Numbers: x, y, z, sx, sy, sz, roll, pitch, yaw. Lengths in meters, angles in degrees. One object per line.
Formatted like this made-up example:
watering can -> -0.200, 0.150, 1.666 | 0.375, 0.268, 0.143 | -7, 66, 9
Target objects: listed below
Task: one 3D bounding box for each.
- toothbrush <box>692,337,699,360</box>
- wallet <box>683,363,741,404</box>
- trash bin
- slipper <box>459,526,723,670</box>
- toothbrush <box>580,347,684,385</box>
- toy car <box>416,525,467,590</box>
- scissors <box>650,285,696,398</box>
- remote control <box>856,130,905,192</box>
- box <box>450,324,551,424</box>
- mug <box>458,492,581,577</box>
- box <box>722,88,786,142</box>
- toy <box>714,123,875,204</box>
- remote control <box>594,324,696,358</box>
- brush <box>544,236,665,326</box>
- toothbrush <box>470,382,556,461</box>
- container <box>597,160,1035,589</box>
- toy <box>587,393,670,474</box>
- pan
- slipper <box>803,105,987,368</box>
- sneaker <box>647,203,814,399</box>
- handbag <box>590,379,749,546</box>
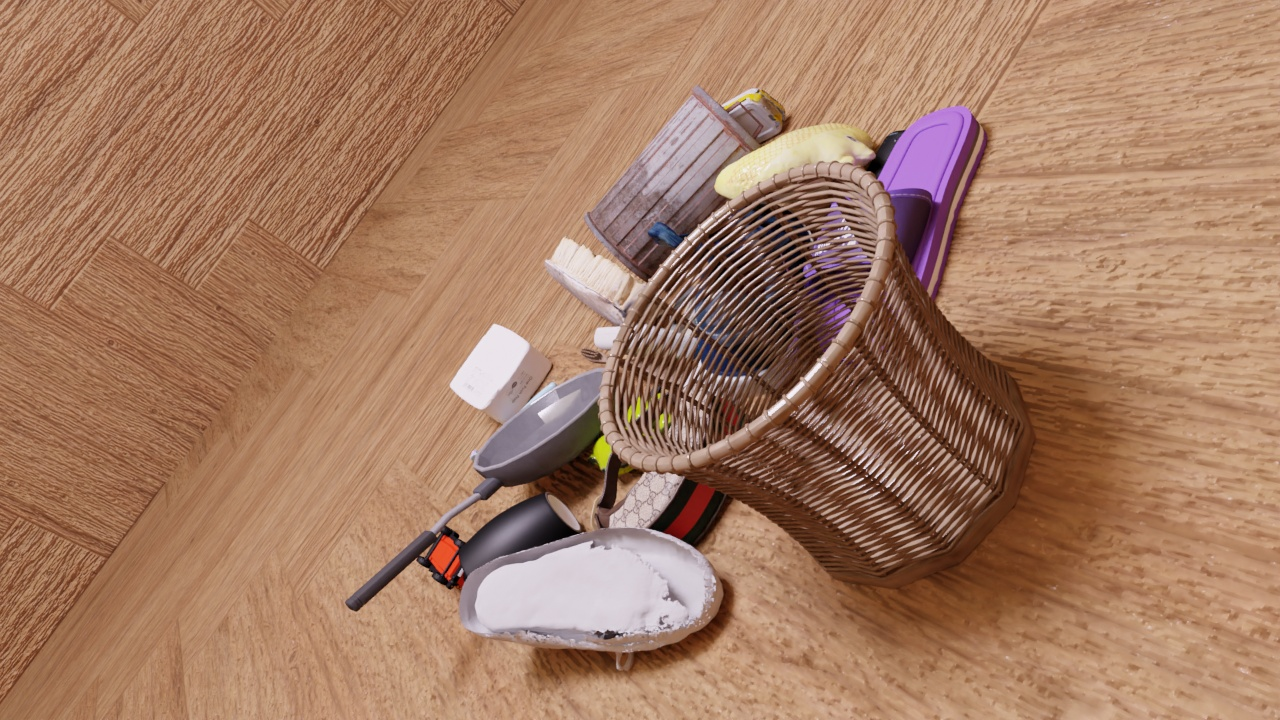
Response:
toothbrush -> 0.097, -0.066, 0.941 | 0.166, 0.014, 0.016 | -55, 28, -15
wallet -> 0.085, -0.014, 0.874 | 0.086, 0.032, 0.116 | -3, 54, 56
trash bin -> 0.051, -0.200, 1.040 | 0.211, 0.131, 0.130 | -46, 28, 14
slipper -> -0.041, 0.199, 0.757 | 0.247, 0.074, 0.112 | -15, 74, 34
toothbrush -> -0.006, 0.006, 0.962 | 0.167, 0.016, 0.016 | 14, 76, 45
toy car -> -0.204, 0.220, 1.006 | 0.051, 0.049, 0.100 | -58, 28, -11
scissors -> 0.033, -0.013, 0.973 | 0.170, 0.012, 0.131 | -51, 28, 10
remote control -> 0.214, -0.157, 0.862 | 0.151, 0.020, 0.041 | -57, 27, -15
box -> -0.197, 0.012, 1.215 | 0.110, 0.083, 0.190 | -53, 26, -7
mug -> -0.109, 0.178, 0.897 | 0.100, 0.085, 0.119 | -43, -1, 4
box -> 0.087, -0.272, 1.143 | 0.210, 0.064, 0.033 | -19, 51, 46
toy -> 0.159, -0.195, 0.902 | 0.170, 0.064, 0.155 | -27, 19, -31
remote control -> 0.003, -0.019, 0.946 | 0.139, 0.060, 0.025 | 2, 80, 65
brush -> -0.049, -0.091, 1.108 | 0.056, 0.083, 0.271 | -50, 27, -1
toothbrush -> -0.158, 0.077, 1.143 | 0.155, 0.016, 0.022 | -41, -8, 20
container -> 0.120, 0.020, 0.602 | 0.227, 0.196, 0.226 | -36, 31, 26
toy -> -0.007, 0.074, 0.904 | 0.094, 0.036, 0.093 | -15, 39, 39
pan -> -0.150, 0.127, 0.932 | 0.356, 0.041, 0.179 | -42, 16, -30
slipper -> 0.201, -0.123, 0.771 | 0.107, 0.084, 0.266 | -2, 55, 55
sneaker -> 0.088, -0.097, 0.810 | 0.121, 0.127, 0.293 | -7, 30, 16
handbag -> 0.019, 0.096, 0.808 | 0.166, 0.063, 0.138 | -61, 29, -8
